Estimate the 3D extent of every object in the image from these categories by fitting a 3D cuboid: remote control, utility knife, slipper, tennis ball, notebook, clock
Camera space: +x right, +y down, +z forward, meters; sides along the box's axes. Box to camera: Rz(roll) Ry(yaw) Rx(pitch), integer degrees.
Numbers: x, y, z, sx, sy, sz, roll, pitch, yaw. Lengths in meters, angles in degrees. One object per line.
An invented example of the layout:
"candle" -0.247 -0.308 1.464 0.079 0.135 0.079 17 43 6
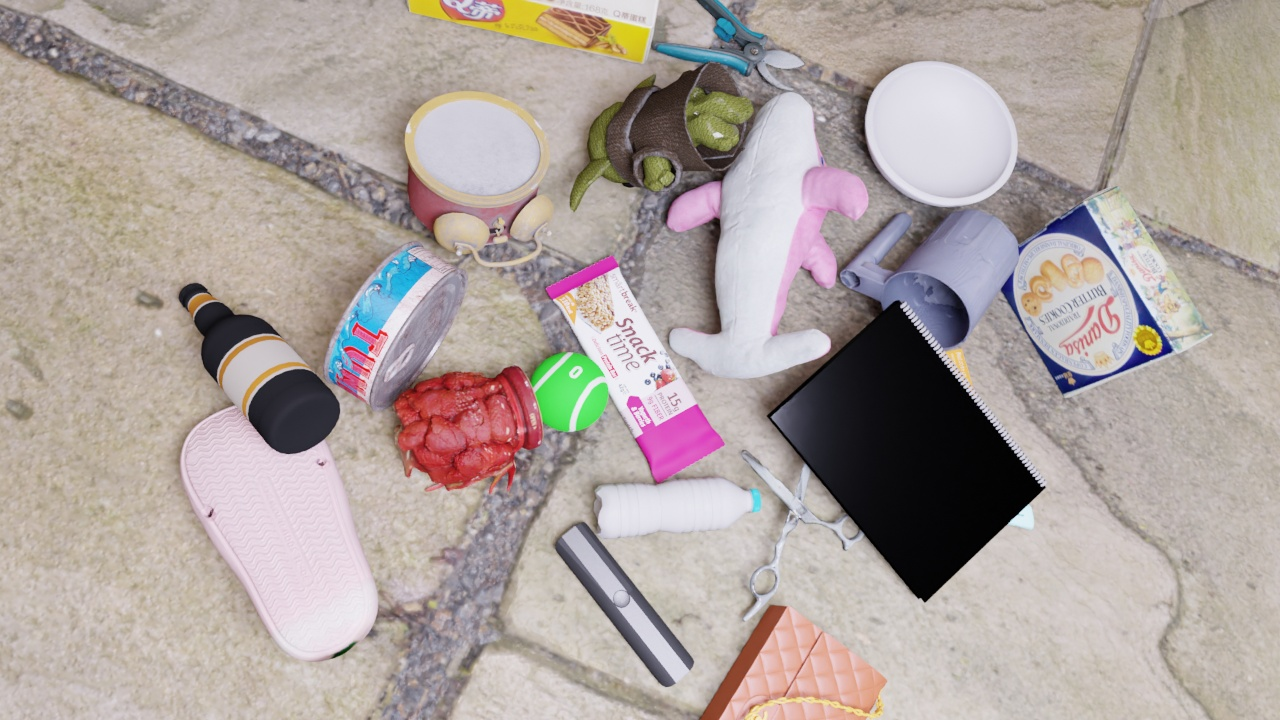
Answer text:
"remote control" -0.013 0.196 0.742 0.033 0.015 0.147 -37 83 -15
"utility knife" 0.264 0.123 0.803 0.165 0.015 0.022 11 81 -2
"slipper" -0.271 0.125 0.705 0.106 0.056 0.221 -29 72 -16
"tennis ball" -0.059 0.026 0.755 0.065 0.065 0.065 2 75 -8
"notebook" 0.225 0.075 0.761 0.149 0.016 0.206 -41 98 -6
"clock" -0.136 -0.143 0.780 0.117 0.081 0.158 -17 68 -23

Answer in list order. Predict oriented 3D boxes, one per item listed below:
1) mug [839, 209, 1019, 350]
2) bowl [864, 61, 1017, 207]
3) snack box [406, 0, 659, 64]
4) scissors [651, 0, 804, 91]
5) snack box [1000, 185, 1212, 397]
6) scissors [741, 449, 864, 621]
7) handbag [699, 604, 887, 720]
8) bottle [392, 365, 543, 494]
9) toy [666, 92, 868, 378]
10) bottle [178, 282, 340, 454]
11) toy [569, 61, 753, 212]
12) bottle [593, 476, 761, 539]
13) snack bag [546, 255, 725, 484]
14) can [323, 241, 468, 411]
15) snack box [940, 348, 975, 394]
"mug" 0.259 -0.081 0.820 0.124 0.084 0.103 28 57 28
"bowl" 0.280 -0.209 0.876 0.149 0.043 0.149 2 75 -8
"snack box" -0.094 -0.363 0.856 0.230 0.062 0.110 11 74 -4
"scissors" 0.078 -0.306 0.887 0.124 0.019 0.155 -30 80 -14
"snack box" 0.391 -0.055 0.799 0.042 0.145 0.145 -23 79 -17
"scissors" 0.126 0.137 0.760 0.141 0.014 0.175 24 84 -22
"handbag" 0.109 0.294 0.713 0.109 0.060 0.171 36 73 -1
"bottle" -0.139 0.058 0.728 0.111 0.099 0.099 -16 78 -22
"toy" 0.124 -0.102 0.805 0.187 0.127 0.265 1 70 39
"bottle" -0.308 -0.004 0.717 0.059 0.059 0.181 -42 62 -16
"toy" 0.022 -0.195 0.791 0.078 0.153 0.178 50 53 -34
"bottle" 0.031 0.120 0.754 0.136 0.044 0.044 -3 75 -9
"snack bag" -0.005 0.004 0.794 0.070 0.016 0.196 -27 80 -15
"can" -0.189 -0.026 0.717 0.044 0.130 0.129 31 73 1
"snack box" 0.227 0.047 0.802 0.125 0.040 0.088 -10 77 -10
